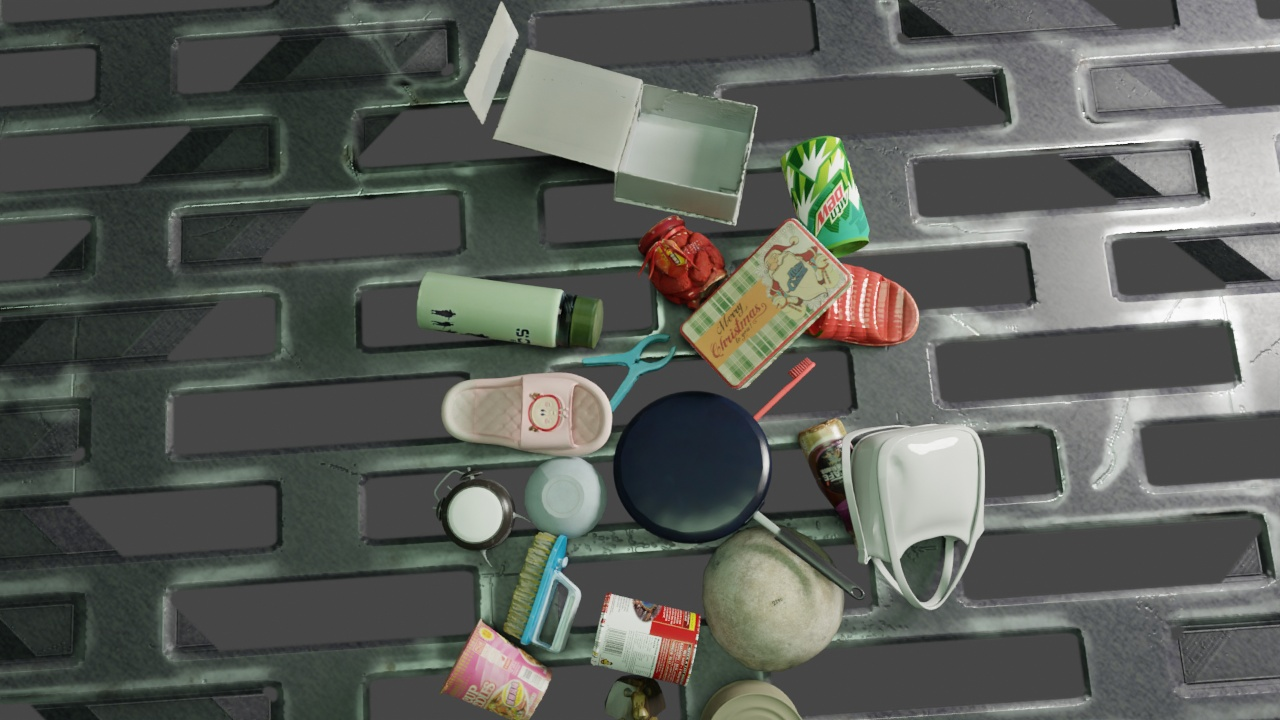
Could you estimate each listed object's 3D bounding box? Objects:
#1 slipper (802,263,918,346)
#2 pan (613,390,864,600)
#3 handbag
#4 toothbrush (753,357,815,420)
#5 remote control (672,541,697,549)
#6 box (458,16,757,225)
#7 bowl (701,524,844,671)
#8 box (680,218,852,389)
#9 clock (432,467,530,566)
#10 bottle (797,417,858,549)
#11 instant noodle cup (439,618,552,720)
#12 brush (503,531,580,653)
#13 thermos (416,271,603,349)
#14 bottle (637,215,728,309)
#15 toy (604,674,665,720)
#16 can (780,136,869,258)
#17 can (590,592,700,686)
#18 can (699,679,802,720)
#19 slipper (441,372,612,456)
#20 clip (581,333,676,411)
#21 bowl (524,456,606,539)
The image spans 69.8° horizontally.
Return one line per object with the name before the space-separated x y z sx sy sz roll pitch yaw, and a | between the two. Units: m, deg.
slipper | 0.238 -0.077 1.185 0.249 0.059 0.103 8 81 3
pan | 0.123 0.173 1.117 0.356 0.021 0.198 37 76 21
handbag | 0.328 0.193 1.115 0.215 0.096 0.222 -5 91 -25
toothbrush | 0.145 0.071 1.185 0.212 0.012 0.018 -43 83 -6
remote control | 0.079 0.187 1.159 0.114 0.028 0.060 -45 83 -6
box | -0.033 -0.302 1.179 0.368 0.099 0.165 15 61 -3
bowl | 0.165 0.290 1.117 0.178 0.081 0.178 0 80 -1
box | 0.157 -0.069 1.154 0.206 0.051 0.117 -44 74 13
clock | -0.208 0.190 1.154 0.123 0.044 0.091 40 83 6
bottle | 0.254 0.157 1.146 0.059 0.060 0.166 -22 84 -3
instant noodle cup | -0.170 0.381 1.104 0.108 0.098 0.097 30 82 -2
brush | -0.111 0.283 1.130 0.075 0.055 0.135 16 83 13
thermos | -0.163 -0.064 1.181 0.231 0.082 0.082 7 81 2
bottle | 0.052 -0.123 1.176 0.099 0.099 0.111 -35 78 -5
toy | -0.008 0.431 1.107 0.076 0.063 0.100 3 86 -18
can | 0.240 -0.209 1.192 0.083 0.083 0.144 -15 81 -2
can | 0.006 0.336 1.107 0.116 0.087 0.086 12 81 2
can | 0.135 0.453 1.093 0.128 0.073 0.127 0 81 1
slipper | -0.145 0.065 1.167 0.222 0.056 0.106 3 80 6
clip | -0.013 -0.003 1.194 0.119 0.027 0.102 -28 84 -3
bowl | -0.096 0.172 1.158 0.106 0.039 0.106 0 81 1
